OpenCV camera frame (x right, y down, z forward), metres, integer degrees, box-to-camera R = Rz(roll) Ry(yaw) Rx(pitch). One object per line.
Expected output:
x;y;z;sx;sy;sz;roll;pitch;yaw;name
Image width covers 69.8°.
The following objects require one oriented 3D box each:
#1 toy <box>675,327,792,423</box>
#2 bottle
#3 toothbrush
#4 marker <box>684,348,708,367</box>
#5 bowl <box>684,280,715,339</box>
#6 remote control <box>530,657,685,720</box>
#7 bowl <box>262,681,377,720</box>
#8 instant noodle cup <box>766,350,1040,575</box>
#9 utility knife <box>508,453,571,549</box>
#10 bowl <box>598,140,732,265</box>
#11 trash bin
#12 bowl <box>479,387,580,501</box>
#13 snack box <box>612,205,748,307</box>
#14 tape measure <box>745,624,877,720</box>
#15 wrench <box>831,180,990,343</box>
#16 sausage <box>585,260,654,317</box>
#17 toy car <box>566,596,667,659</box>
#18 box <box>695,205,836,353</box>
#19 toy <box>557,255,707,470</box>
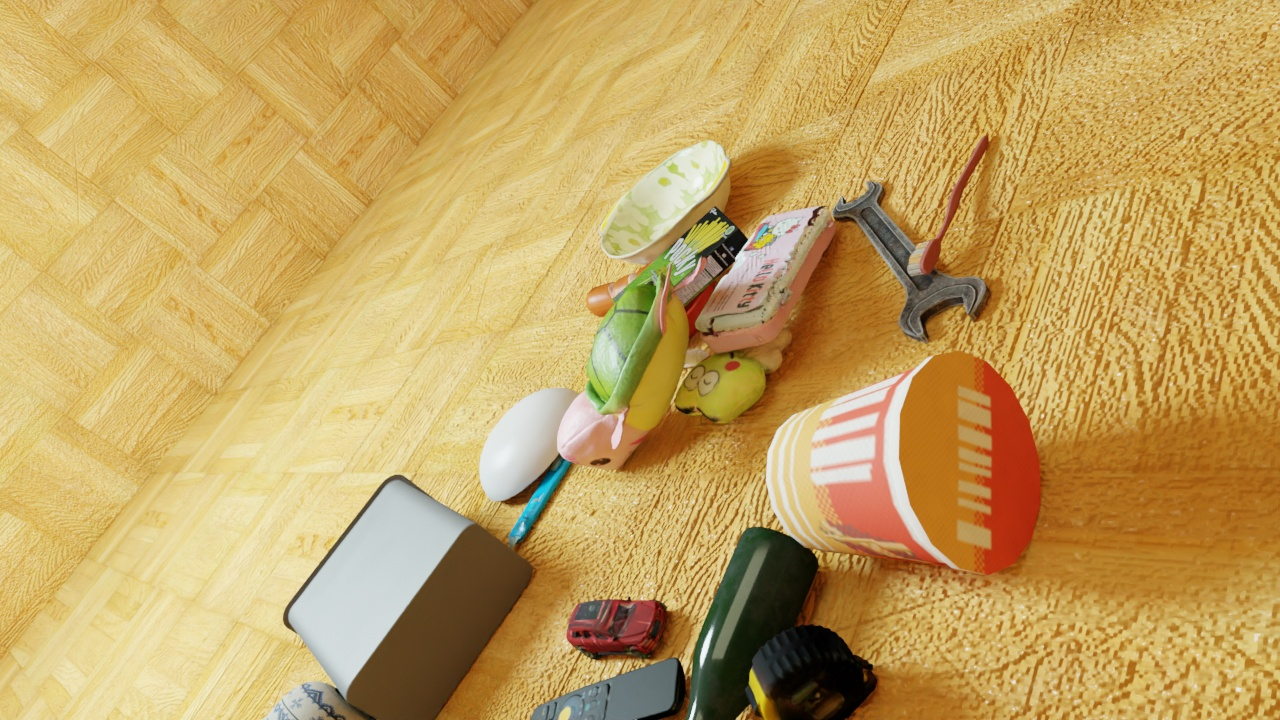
0.085;0.009;0.809;0.115;0.046;0.092;-45;23;-15;toy
0.058;0.193;0.584;0.055;0.055;0.173;-6;48;51;bottle
0.263;-0.135;0.773;0.016;0.015;0.184;-7;40;49;toothbrush
0.021;0.001;0.938;0.134;0.017;0.020;-8;44;50;marker
0.035;-0.051;0.970;0.122;0.035;0.121;-34;29;22;bowl
-0.028;0.253;0.661;0.152;0.020;0.041;-29;32;31;remote control
-0.267;0.325;0.797;0.059;0.115;0.116;-52;27;-20;bowl
0.153;0.068;0.562;0.121;0.123;0.123;-19;36;54;instant noodle cup
-0.092;0.124;0.934;0.031;0.015;0.158;-9;45;56;utility knife
0.042;-0.177;1.107;0.220;0.060;0.188;-9;45;51;bowl
-0.233;0.229;0.899;0.191;0.097;0.220;-55;30;-17;trash bin
-0.129;0.080;0.994;0.150;0.043;0.149;-40;21;19;bowl
0.040;-0.090;0.944;0.148;0.025;0.080;-42;27;8;snack box
0.097;0.186;0.529;0.067;0.062;0.038;-40;28;8;tape measure
0.222;-0.096;0.795;0.070;0.010;0.272;-38;28;16;wrench
0.003;-0.090;1.058;0.165;0.044;0.039;-24;9;36;sausage
-0.018;0.203;0.702;0.091;0.036;0.042;-12;41;39;toy car
0.119;-0.081;0.836;0.087;0.044;0.201;-12;29;38;box
-0.005;0.005;0.825;0.189;0.088;0.239;-65;1;-54;toy
